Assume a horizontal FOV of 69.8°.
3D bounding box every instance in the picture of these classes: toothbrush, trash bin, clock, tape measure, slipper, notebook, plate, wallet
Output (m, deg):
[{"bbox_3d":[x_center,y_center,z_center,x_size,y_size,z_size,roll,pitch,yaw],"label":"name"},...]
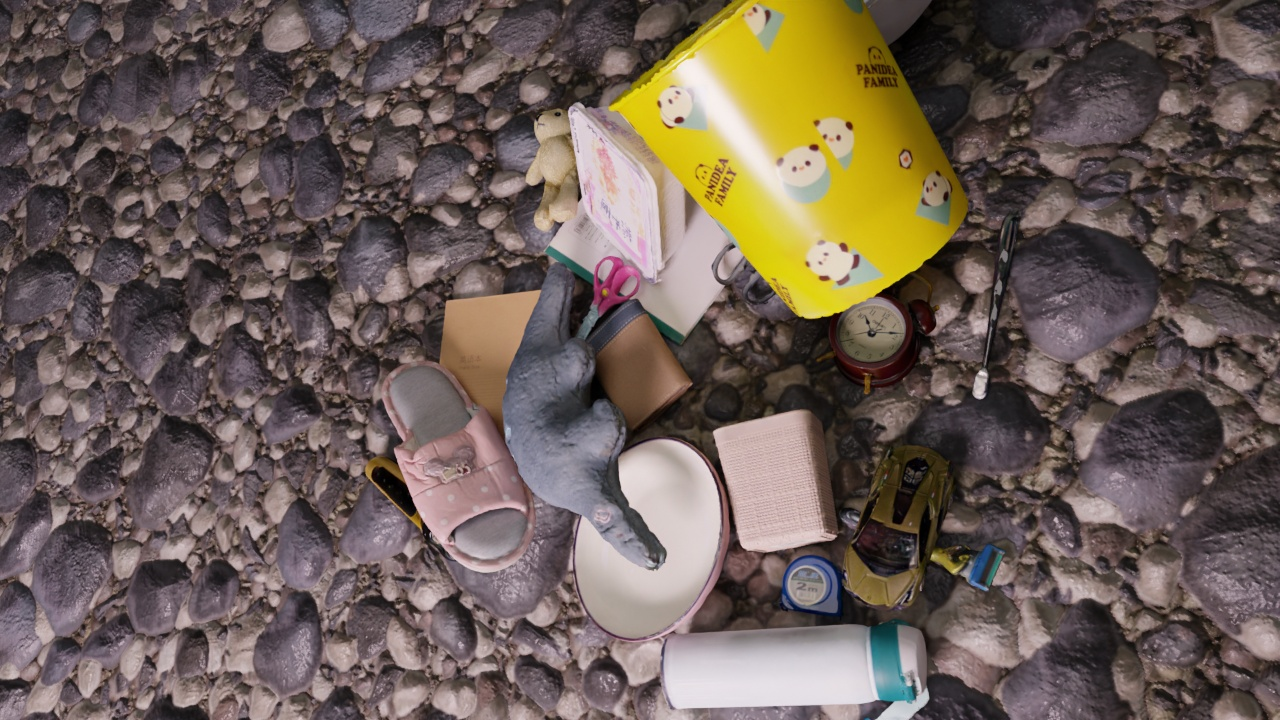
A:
[{"bbox_3d":[0.327,-0.052,0.844,0.016,0.018,0.181,8,76,27],"label":"toothbrush"},{"bbox_3d":[0.138,-0.191,0.802,0.230,0.229,0.255,-36,105,8],"label":"trash bin"},{"bbox_3d":[0.225,-0.030,0.856,0.082,0.055,0.122,37,88,27],"label":"clock"},{"bbox_3d":[0.157,0.204,0.830,0.058,0.025,0.054,4,74,19],"label":"tape measure"},{"bbox_3d":[-0.194,0.096,0.952,0.114,0.055,0.274,-19,55,-22],"label":"slipper"},{"bbox_3d":[-0.164,0.027,1.022,0.150,0.012,0.211,-4,73,23],"label":"notebook"},{"bbox_3d":[0.009,-0.129,0.997,0.209,0.012,0.150,36,90,27],"label":"notebook"},{"bbox_3d":[0.014,0.169,0.867,0.193,0.039,0.192,-24,54,38],"label":"plate"},{"bbox_3d":[-0.006,0.006,0.946,0.090,0.033,0.115,-44,63,22],"label":"wallet"}]

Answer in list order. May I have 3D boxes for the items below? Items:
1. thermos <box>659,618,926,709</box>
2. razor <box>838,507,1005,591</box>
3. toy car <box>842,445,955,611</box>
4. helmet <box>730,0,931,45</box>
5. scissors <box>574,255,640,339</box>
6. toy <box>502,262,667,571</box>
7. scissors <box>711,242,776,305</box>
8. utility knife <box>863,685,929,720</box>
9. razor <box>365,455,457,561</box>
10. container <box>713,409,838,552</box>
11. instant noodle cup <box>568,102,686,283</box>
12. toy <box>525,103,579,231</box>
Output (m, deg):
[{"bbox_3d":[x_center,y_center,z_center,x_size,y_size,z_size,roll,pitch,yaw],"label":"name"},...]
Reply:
[{"bbox_3d":[0.133,0.264,0.801,0.225,0.073,0.073,-9,71,19],"label":"thermos"},{"bbox_3d":[0.242,0.162,0.810,0.143,0.022,0.042,18,54,29],"label":"razor"},{"bbox_3d":[0.224,0.141,0.792,0.070,0.042,0.157,12,55,26],"label":"toy car"},{"bbox_3d":[0.206,-0.406,0.927,0.229,0.146,0.258,10,70,23],"label":"helmet"},{"bbox_3d":[-0.053,-0.051,0.991,0.064,0.017,0.135,41,103,26],"label":"scissors"},{"bbox_3d":[-0.072,0.064,0.910,0.138,0.091,0.356,-37,54,21],"label":"toy"},{"bbox_3d":[0.138,-0.140,0.936,0.142,0.014,0.173,2,84,8],"label":"scissors"},{"bbox_3d":[0.171,0.345,0.787,0.203,0.018,0.034,-43,63,4],"label":"utility knife"},{"bbox_3d":[-0.240,0.152,0.989,0.167,0.067,0.062,29,101,33],"label":"razor"},{"bbox_3d":[0.127,0.113,0.837,0.090,0.090,0.110,-14,73,17],"label":"container"},{"bbox_3d":[-0.005,-0.176,0.928,0.060,0.174,0.138,-34,63,-14],"label":"instant noodle cup"},{"bbox_3d":[-0.096,-0.218,1.037,0.105,0.066,0.157,-19,59,34],"label":"toy"}]
